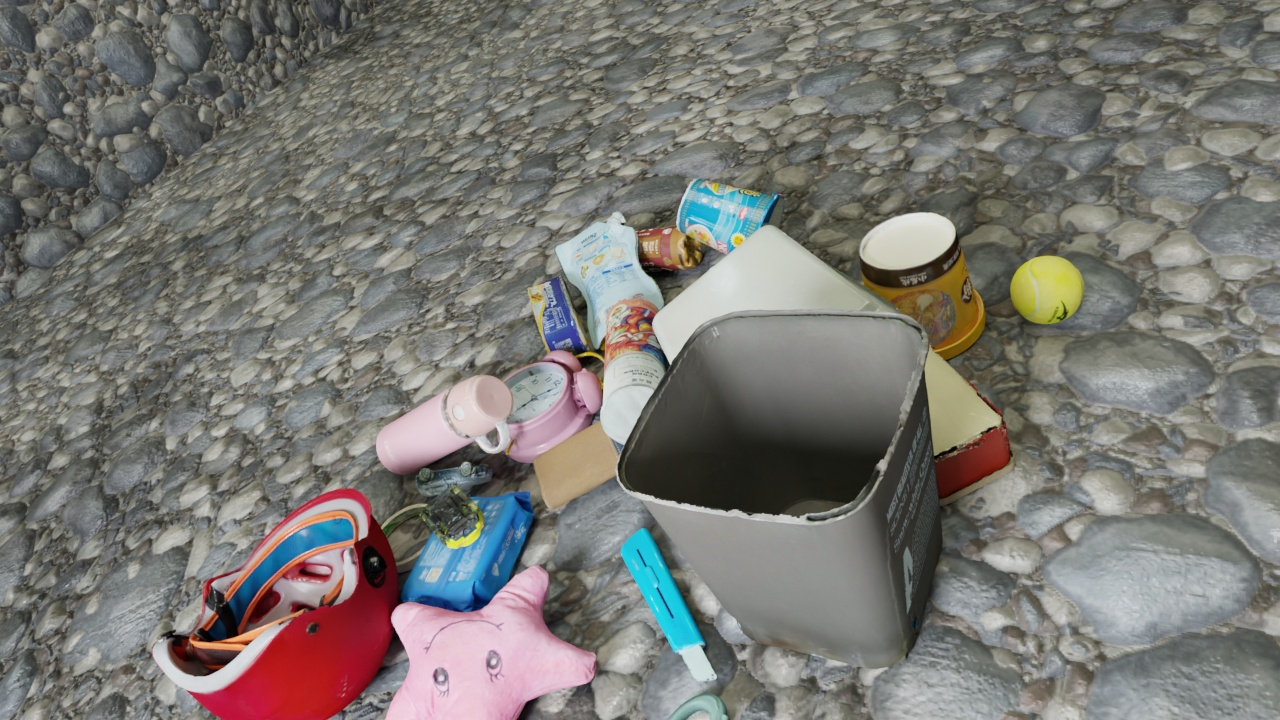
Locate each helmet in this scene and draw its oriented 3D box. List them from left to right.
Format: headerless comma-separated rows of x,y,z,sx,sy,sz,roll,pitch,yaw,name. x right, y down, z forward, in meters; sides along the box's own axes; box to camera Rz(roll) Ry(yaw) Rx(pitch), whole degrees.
-0.316,0.248,0.875,0.207,0.144,0.239,-18,25,23,helmet

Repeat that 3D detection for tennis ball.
0.390,-0.068,0.880,0.065,0.065,0.065,-17,37,13,tennis ball

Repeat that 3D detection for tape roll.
-0.255,0.194,1.006,0.086,0.014,0.085,-17,38,14,tape roll

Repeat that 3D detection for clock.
-0.103,0.045,1.055,0.158,0.060,0.117,-35,38,-12,clock

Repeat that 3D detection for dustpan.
0.133,-0.021,0.963,0.223,0.142,0.257,-40,52,8,dustpan

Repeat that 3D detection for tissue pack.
-0.171,0.197,0.918,0.095,0.052,0.156,-7,41,28,tissue pack

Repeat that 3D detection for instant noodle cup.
0.108,-0.175,1.130,0.110,0.099,0.099,23,55,18,instant noodle cup
0.277,-0.076,0.921,0.118,0.114,0.118,-17,37,13,instant noodle cup

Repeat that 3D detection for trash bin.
0.129,0.104,0.705,0.199,0.220,0.198,2,45,35,trash bin

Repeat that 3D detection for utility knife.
0.024,0.214,0.806,0.034,0.018,0.178,-30,38,-5,utility knife

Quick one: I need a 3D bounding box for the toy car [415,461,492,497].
-0.209,0.134,1.030,0.091,0.043,0.034,-12,73,20,toy car

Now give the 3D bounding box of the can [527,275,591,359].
-0.103,-0.050,1.162,0.049,0.075,0.148,-23,37,0,can

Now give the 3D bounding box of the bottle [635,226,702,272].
-0.006,-0.145,1.229,0.175,0.057,0.057,-2,43,31,bottle

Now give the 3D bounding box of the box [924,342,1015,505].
0.253,0.038,0.827,0.091,0.077,0.168,-28,37,0,box

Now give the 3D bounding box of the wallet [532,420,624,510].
-0.055,0.106,0.977,0.115,0.033,0.090,-29,33,-1,wallet

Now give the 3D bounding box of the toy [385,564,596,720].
-0.131,0.270,0.787,0.195,0.075,0.178,-15,52,7,toy

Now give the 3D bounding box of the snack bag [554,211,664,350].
-0.041,-0.106,1.173,0.110,0.039,0.190,-36,52,19,snack bag

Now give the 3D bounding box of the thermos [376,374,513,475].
-0.216,0.081,1.031,0.199,0.087,0.067,-25,-1,40,thermos

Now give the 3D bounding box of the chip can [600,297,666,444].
-0.006,0.006,1.007,0.071,0.071,0.214,-20,27,10,chip can

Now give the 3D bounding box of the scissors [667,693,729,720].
0.061,0.312,0.663,0.170,0.019,0.179,-23,37,8,scissors

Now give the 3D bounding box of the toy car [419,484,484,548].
-0.183,0.156,0.905,0.048,0.032,0.105,-40,25,-16,toy car
